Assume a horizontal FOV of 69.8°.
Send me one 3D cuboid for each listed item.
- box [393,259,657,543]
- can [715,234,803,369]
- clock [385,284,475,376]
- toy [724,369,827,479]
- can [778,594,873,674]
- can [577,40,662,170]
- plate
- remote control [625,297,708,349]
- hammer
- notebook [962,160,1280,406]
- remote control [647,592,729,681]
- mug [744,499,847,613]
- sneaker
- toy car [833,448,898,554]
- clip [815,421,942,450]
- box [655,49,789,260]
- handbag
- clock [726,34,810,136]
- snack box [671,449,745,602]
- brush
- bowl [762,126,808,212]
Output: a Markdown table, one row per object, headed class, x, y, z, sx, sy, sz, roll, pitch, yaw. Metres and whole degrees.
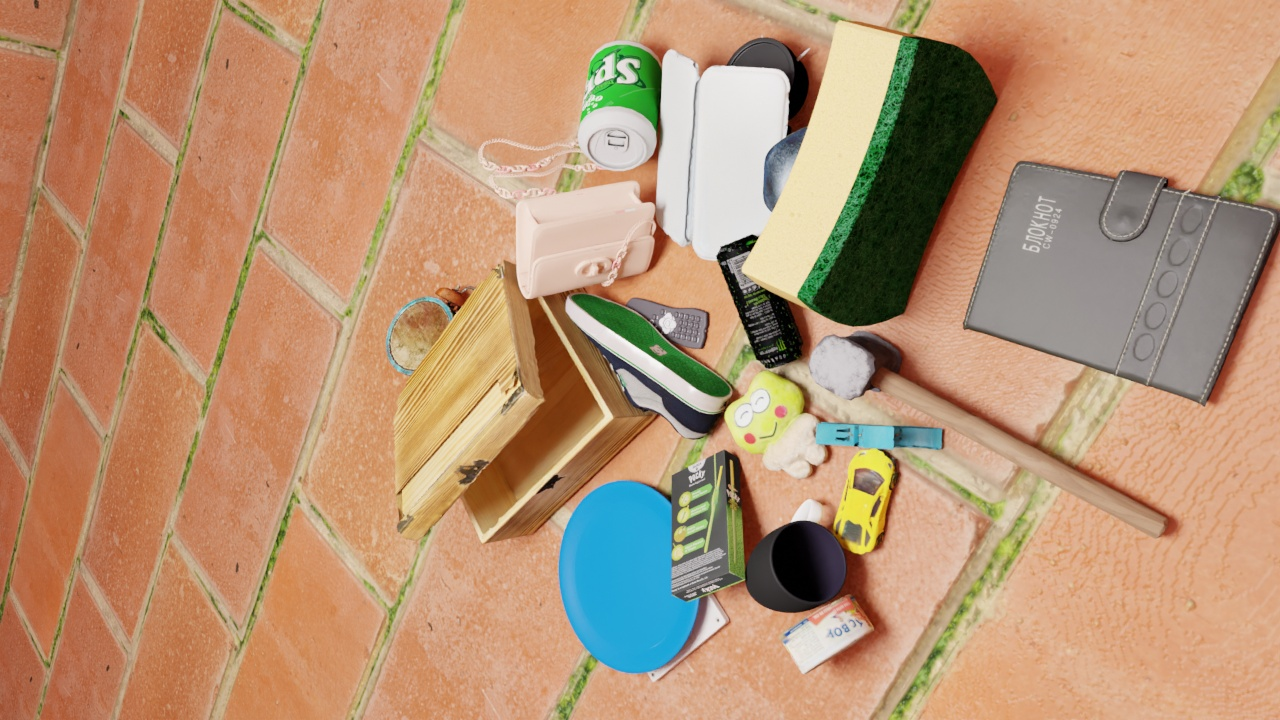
| class | x | y | z | sx | sy | sz | roll | pitch | yaw |
| --- | --- | --- | --- | --- | --- | --- | --- | --- | --- |
| box | -0.183 | 0.045 | 1.123 | 0.280 | 0.220 | 0.258 | -46 | 61 | 30 |
| can | 0.125 | -0.062 | 0.959 | 0.054 | 0.053 | 0.137 | -18 | 96 | 37 |
| clock | -0.274 | -0.037 | 1.281 | 0.158 | 0.073 | 0.121 | -40 | 62 | 9 |
| toy | 0.146 | 0.072 | 0.968 | 0.115 | 0.046 | 0.092 | 48 | 112 | 19 |
| can | 0.184 | 0.271 | 0.910 | 0.086 | 0.086 | 0.043 | -45 | 64 | 29 |
| can | -0.022 | -0.291 | 1.046 | 0.088 | 0.087 | 0.139 | -21 | 49 | 36 |
| plate | -0.012 | 0.257 | 1.098 | 0.225 | 0.024 | 0.224 | -5 | 82 | 41 |
| remote control | 0.027 | -0.045 | 1.083 | 0.125 | 0.009 | 0.046 | 14 | 98 | 37 |
| hammer | 0.304 | 0.063 | 0.825 | 0.328 | 0.097 | 0.052 | 32 | 110 | 27 |
| notebook | 0.399 | -0.075 | 0.781 | 0.209 | 0.029 | 0.169 | 23 | 104 | 34 |
| remote control | 0.045 | 0.317 | 1.066 | 0.136 | 0.011 | 0.050 | -48 | 62 | 28 |
| mug | 0.155 | 0.201 | 0.940 | 0.118 | 0.085 | 0.100 | -67 | 6 | -29 |
| sneaker | -0.006 | 0.006 | 1.059 | 0.235 | 0.084 | 0.079 | 38 | 120 | 23 |
| toy car | 0.224 | 0.139 | 0.916 | 0.049 | 0.030 | 0.107 | 17 | 99 | 38 |
| clip | 0.238 | 0.073 | 0.886 | 0.121 | 0.119 | 0.033 | 161 | 108 | -82 |
| box | 0.073 | -0.215 | 0.980 | 0.186 | 0.084 | 0.211 | 24 | 125 | 31 |
| handbag | -0.076 | -0.173 | 1.084 | 0.187 | 0.198 | 0.117 | 58 | 153 | 36 |
| clock | 0.130 | -0.282 | 0.982 | 0.091 | 0.042 | 0.121 | 30 | 108 | 34 |
| snack box | 0.071 | 0.177 | 0.992 | 0.080 | 0.025 | 0.147 | -31 | 41 | 34 |
| brush | 0.209 | -0.159 | 0.822 | 0.075 | 0.194 | 0.250 | 31 | 108 | 34 |
| bowl | 0.174 | -0.173 | 0.908 | 0.110 | 0.055 | 0.110 | 3 | 115 | 7 |
